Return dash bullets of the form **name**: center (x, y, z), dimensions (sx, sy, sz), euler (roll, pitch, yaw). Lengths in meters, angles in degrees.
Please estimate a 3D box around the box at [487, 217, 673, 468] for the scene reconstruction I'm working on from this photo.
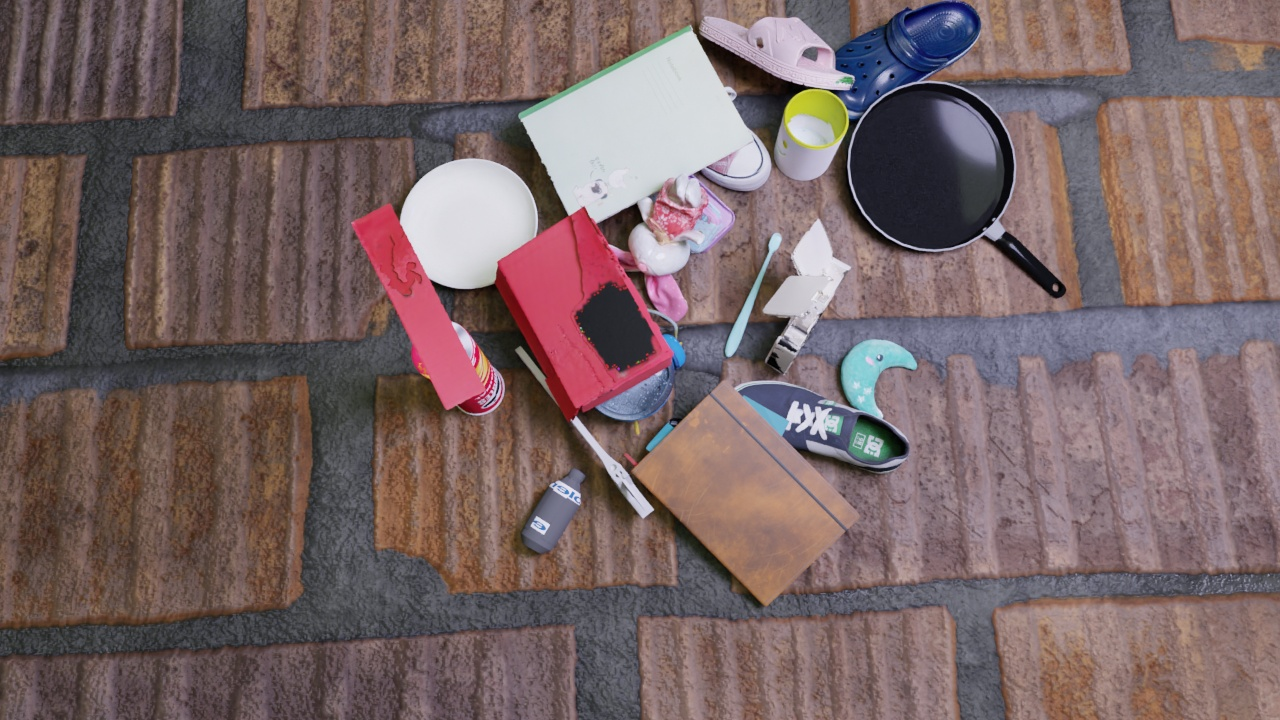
- **box**: center (-0.091, -0.012, 1.225), dimensions (0.152, 0.326, 0.213), euler (-25, 75, -22)

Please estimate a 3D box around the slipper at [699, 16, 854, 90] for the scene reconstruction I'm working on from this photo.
- **slipper**: center (0.180, -0.424, 1.215), dimensions (0.239, 0.065, 0.094), euler (36, 35, 30)

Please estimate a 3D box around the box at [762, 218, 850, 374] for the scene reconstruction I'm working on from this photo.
- **box**: center (0.197, -0.080, 1.120), dimensions (0.069, 0.191, 0.143), euler (31, 73, 8)

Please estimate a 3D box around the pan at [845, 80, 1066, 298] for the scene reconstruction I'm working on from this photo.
- **pan**: center (0.430, -0.210, 1.220), dimensions (0.356, 0.034, 0.225), euler (44, 86, -1)

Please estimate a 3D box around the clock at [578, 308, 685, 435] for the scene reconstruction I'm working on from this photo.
- **clock**: center (-0.007, 0.007, 1.172), dimensions (0.117, 0.060, 0.161), euler (27, 78, 7)

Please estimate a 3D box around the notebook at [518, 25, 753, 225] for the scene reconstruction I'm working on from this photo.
- **notebook**: center (-0.008, -0.299, 1.177), dimensions (0.252, 0.010, 0.182), euler (-27, 80, 1)

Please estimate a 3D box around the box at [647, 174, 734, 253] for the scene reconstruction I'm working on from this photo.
- **box**: center (0.025, -0.234, 1.223), dimensions (0.214, 0.096, 0.077), euler (45, 108, 9)

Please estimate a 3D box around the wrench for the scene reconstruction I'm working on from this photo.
- **wrench**: center (-0.074, 0.087, 1.157), dimensions (0.018, 0.087, 0.273), euler (-38, 70, -8)

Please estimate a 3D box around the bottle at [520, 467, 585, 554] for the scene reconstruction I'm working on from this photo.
- **bottle**: center (-0.105, 0.185, 1.140), dimensions (0.047, 0.047, 0.112), euler (31, 79, 7)

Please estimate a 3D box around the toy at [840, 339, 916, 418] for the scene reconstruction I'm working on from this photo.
- **toy**: center (0.302, 0.016, 1.182), dimensions (0.085, 0.033, 0.105), euler (39, 79, -3)

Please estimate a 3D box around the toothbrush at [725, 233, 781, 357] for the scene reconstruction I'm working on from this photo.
- **toothbrush**: center (0.149, -0.086, 1.213), dimensions (0.016, 0.016, 0.180), euler (23, 80, 4)

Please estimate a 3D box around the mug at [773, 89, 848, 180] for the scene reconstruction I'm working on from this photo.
- **mug**: center (0.223, -0.296, 1.211), dimensions (0.082, 0.106, 0.082), euler (0, 78, 0)

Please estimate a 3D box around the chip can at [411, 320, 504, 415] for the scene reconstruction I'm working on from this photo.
- **chip can**: center (-0.212, 0.014, 1.088), dimensions (0.069, 0.221, 0.069), euler (0, 77, 0)

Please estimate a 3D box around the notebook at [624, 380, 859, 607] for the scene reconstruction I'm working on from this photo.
- **notebook**: center (0.127, 0.150, 1.115), dimensions (0.249, 0.014, 0.178), euler (45, 95, 1)

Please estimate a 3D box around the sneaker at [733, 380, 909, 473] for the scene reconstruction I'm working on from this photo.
- **sneaker**: center (0.220, 0.078, 1.143), dimensions (0.235, 0.079, 0.084), euler (18, 79, 5)

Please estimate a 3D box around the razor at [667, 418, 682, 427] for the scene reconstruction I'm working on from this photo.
- **razor**: center (0.076, 0.138, 1.151), dimensions (0.067, 0.054, 0.151), euler (-30, 86, 6)

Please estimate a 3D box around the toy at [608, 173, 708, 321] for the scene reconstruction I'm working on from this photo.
- **toy**: center (0.027, -0.153, 1.162), dimensions (0.159, 0.195, 0.084), euler (38, 40, 4)

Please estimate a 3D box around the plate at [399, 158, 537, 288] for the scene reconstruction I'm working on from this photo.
- **plate**: center (-0.227, -0.179, 1.226), dimensions (0.182, 0.034, 0.182), euler (0, 78, 0)

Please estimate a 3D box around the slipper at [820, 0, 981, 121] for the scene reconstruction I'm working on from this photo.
- **slipper**: center (0.355, -0.425, 1.247), dimensions (0.252, 0.095, 0.105), euler (-31, 82, -9)

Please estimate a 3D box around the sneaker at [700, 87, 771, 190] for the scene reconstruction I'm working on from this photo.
- **sneaker**: center (0.074, -0.320, 1.227), dimensions (0.241, 0.088, 0.118), euler (35, 80, 8)
